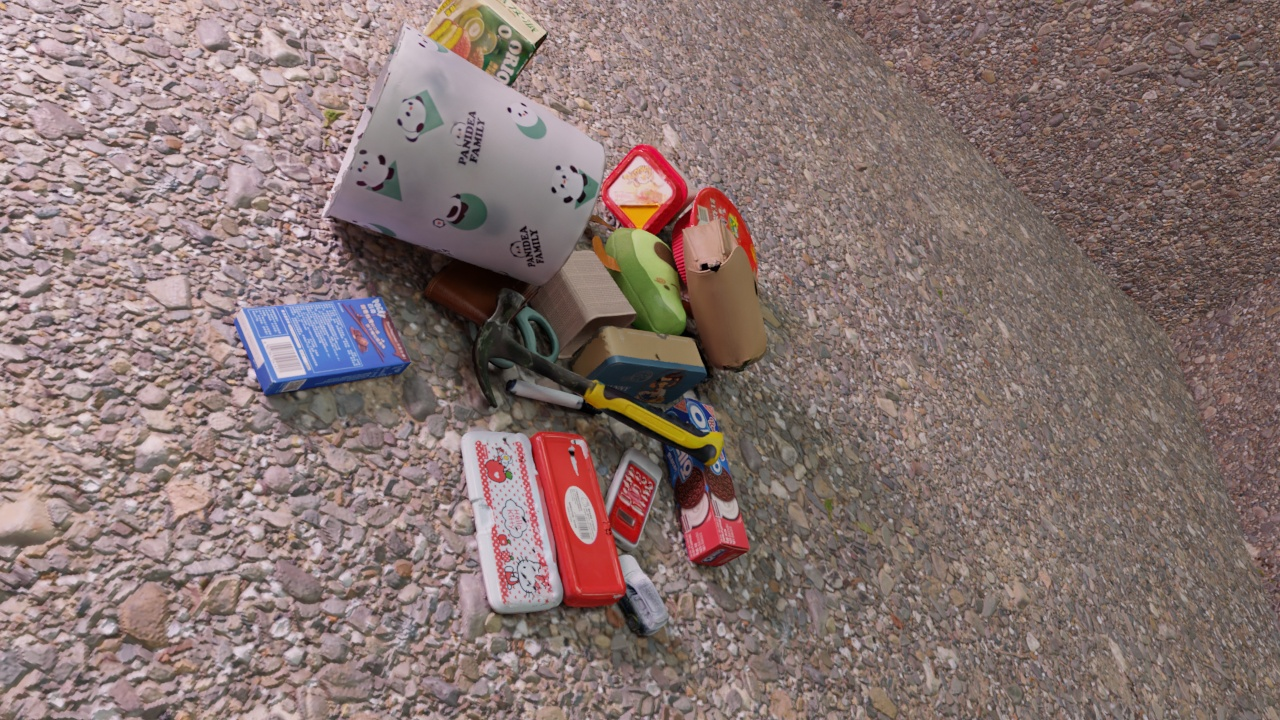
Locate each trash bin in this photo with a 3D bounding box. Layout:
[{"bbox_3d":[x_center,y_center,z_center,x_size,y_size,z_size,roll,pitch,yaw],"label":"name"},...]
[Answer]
[{"bbox_3d":[-0.192,-0.213,1.028,0.251,0.230,0.229,23,44,-23],"label":"trash bin"}]

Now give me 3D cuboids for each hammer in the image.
[{"bbox_3d":[-0.045,0.045,1.059,0.323,0.032,0.126,28,82,-19],"label":"hammer"}]

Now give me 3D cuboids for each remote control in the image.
[{"bbox_3d":[-0.011,0.160,1.077,0.056,0.020,0.135,39,38,-12],"label":"remote control"}]

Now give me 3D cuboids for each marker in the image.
[{"bbox_3d":[-0.101,0.045,1.088,0.130,0.023,0.018,16,37,-33],"label":"marker"}]

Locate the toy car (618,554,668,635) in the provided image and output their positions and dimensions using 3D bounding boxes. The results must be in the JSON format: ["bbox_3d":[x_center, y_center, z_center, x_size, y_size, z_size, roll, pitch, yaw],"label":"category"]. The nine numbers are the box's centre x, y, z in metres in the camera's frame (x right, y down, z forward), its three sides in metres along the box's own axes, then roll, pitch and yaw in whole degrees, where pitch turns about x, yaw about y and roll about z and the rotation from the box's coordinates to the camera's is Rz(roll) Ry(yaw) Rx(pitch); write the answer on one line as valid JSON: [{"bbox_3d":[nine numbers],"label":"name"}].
[{"bbox_3d":[-0.003,0.252,0.994,0.042,0.034,0.090,-14,67,-46],"label":"toy car"}]

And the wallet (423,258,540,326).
[{"bbox_3d":[-0.183,-0.086,1.087,0.101,0.032,0.124,31,39,2],"label":"wallet"}]

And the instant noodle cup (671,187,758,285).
[{"bbox_3d":[0.108,-0.167,1.416,0.193,0.066,0.193,29,53,-49],"label":"instant noodle cup"}]

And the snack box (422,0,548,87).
[{"bbox_3d":[-0.226,-0.337,1.111,0.114,0.241,0.063,38,36,-13],"label":"snack box"}]

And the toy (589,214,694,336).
[{"bbox_3d":[0.005,-0.114,1.269,0.226,0.090,0.246,27,32,-39],"label":"toy"}]

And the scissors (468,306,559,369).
[{"bbox_3d":[-0.152,-0.057,1.118,0.139,0.019,0.179,9,45,-28],"label":"scissors"}]

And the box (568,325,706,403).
[{"bbox_3d":[-0.007,0.007,1.161,0.184,0.090,0.059,3,56,-41],"label":"box"}]

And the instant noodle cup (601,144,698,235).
[{"bbox_3d":[0.022,-0.257,1.406,0.116,0.117,0.124,50,25,10],"label":"instant noodle cup"}]

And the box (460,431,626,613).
[{"bbox_3d":[-0.103,0.164,0.965,0.157,0.038,0.200,8,52,-38],"label":"box"}]

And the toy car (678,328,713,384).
[{"bbox_3d":[0.065,-0.006,1.289,0.048,0.031,0.105,8,43,-40],"label":"toy car"}]

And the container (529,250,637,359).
[{"bbox_3d":[-0.080,-0.075,1.159,0.089,0.090,0.111,-9,62,-48],"label":"container"}]

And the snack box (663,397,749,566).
[{"bbox_3d":[0.075,0.149,1.145,0.057,0.058,0.207,18,46,-38],"label":"snack box"}]

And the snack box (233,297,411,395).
[{"bbox_3d":[-0.315,-0.018,0.918,0.156,0.026,0.084,-11,67,-49],"label":"snack box"}]

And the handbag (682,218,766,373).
[{"bbox_3d":[0.117,-0.087,1.258,0.147,0.100,0.205,-94,169,-62],"label":"handbag"}]
